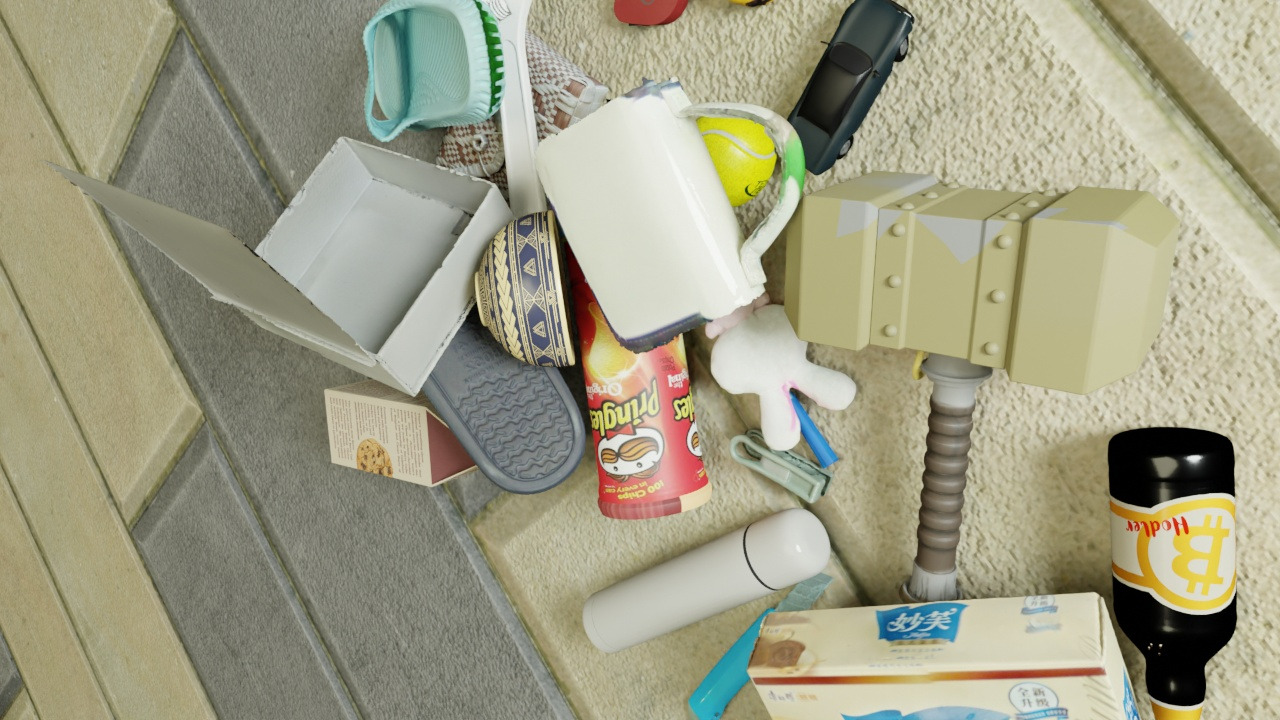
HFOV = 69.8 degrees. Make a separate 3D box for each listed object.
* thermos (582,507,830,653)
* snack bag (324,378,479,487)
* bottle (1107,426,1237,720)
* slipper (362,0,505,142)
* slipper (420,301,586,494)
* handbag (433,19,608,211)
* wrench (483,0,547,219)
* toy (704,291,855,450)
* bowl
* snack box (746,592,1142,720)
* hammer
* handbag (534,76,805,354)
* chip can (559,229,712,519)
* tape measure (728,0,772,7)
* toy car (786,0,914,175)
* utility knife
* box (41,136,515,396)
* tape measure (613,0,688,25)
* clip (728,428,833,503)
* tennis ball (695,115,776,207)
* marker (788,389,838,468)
[{"bbox_3d":[0.046,0.171,0.703,0.225,0.052,0.052,-33,80,37],"label":"thermos"},{"bbox_3d":[-0.175,0.061,0.816,0.207,0.094,0.070,6,103,36],"label":"snack bag"},{"bbox_3d":[0.293,0.131,0.505,0.059,0.059,0.182,0,100,37],"label":"bottle"},{"bbox_3d":[-0.183,-0.232,0.722,0.276,0.069,0.116,24,120,56],"label":"slipper"},{"bbox_3d":[-0.132,-0.004,0.745,0.268,0.110,0.083,54,168,18],"label":"slipper"},{"bbox_3d":[-0.111,-0.171,0.749,0.124,0.046,0.186,41,121,22],"label":"handbag"},{"bbox_3d":[-0.093,-0.185,0.698,0.066,0.018,0.273,4,108,28],"label":"wrench"},{"bbox_3d":[0.086,-0.005,0.633,0.076,0.037,0.125,-38,84,4],"label":"toy"},{"bbox_3d":[-0.086,-0.048,0.665,0.061,0.112,0.112,-8,97,-2],"label":"bowl"},{"bbox_3d":[0.188,0.222,0.562,0.208,0.055,0.153,-13,115,31],"label":"snack box"},{"bbox_3d":[0.186,0.061,0.557,0.190,0.100,0.325,13,115,34],"label":"hammer"},{"bbox_3d":[0.034,-0.099,0.558,0.176,0.073,0.151,-20,98,48],"label":"handbag"},{"bbox_3d":[-0.004,0.004,0.683,0.087,0.086,0.213,-5,96,37],"label":"chip can"},{"bbox_3d":[0.071,-0.266,0.603,0.059,0.030,0.068,-34,79,34],"label":"tape measure"},{"bbox_3d":[0.127,-0.173,0.578,0.046,0.034,0.112,41,121,23],"label":"toy car"},{"bbox_3d":[0.088,0.225,0.707,0.031,0.015,0.207,45,126,19],"label":"utility knife"},{"bbox_3d":[-0.298,0.005,0.557,0.167,0.526,0.234,20,115,24],"label":"box"},{"bbox_3d":[0.010,-0.263,0.655,0.051,0.019,0.059,40,128,21],"label":"tape measure"},{"bbox_3d":[0.099,0.074,0.658,0.076,0.043,0.023,30,114,29],"label":"clip"},{"bbox_3d":[0.058,-0.136,0.618,0.065,0.065,0.065,9,105,35],"label":"tennis ball"},{"bbox_3d":[0.097,0.014,0.656,0.013,0.013,0.142,-41,75,35],"label":"marker"}]
